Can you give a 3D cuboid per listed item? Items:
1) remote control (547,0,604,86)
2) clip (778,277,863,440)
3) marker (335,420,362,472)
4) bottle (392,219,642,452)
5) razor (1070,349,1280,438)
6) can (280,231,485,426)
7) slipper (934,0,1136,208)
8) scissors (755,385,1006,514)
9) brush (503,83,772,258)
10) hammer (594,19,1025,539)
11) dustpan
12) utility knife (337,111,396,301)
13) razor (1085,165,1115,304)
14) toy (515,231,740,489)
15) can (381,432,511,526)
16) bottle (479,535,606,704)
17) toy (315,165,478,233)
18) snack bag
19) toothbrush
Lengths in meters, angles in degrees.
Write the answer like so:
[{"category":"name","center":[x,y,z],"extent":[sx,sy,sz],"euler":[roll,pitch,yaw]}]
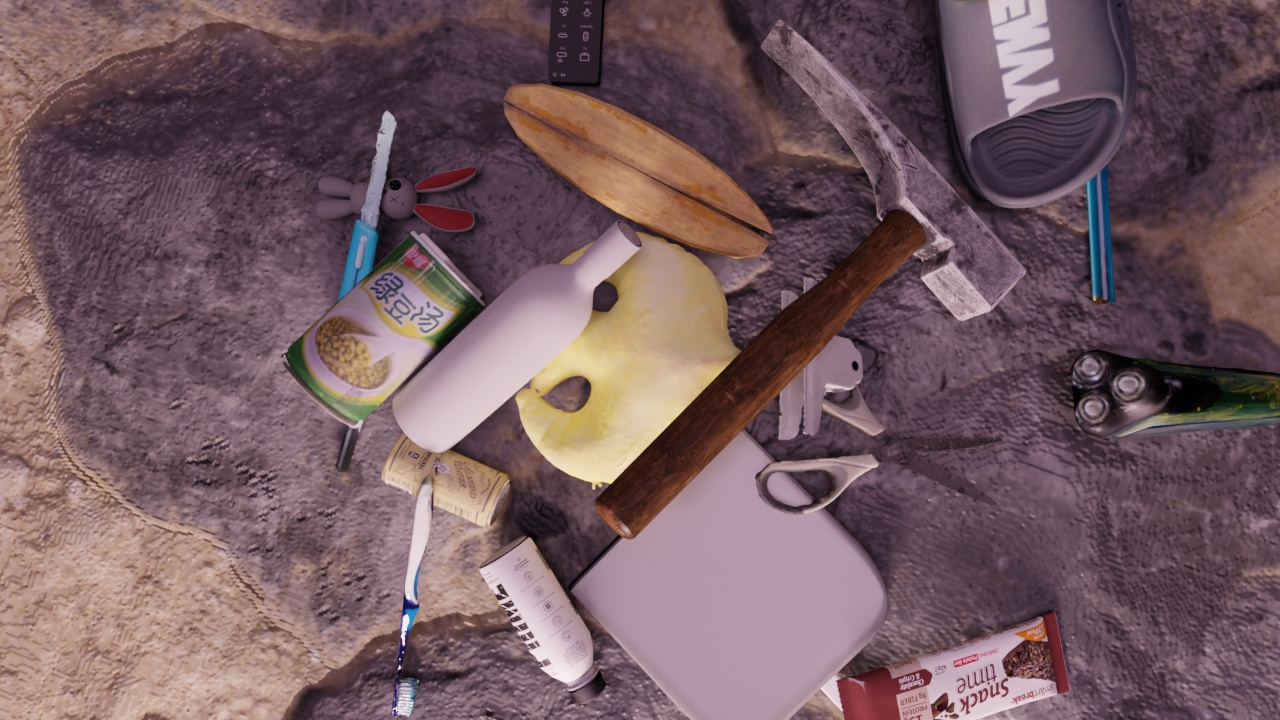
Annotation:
[{"category":"remote control","center":[-0.041,-0.260,0.611],"extent":[0.034,0.013,0.150],"euler":[3,93,5]},{"category":"clip","center":[0.113,0.001,0.589],"extent":[0.052,0.058,0.102],"euler":[-2,77,24]},{"category":"marker","center":[-0.187,0.006,0.640],"extent":[0.011,0.011,0.152],"euler":[18,95,4]},{"category":"bottle","center":[-0.076,-0.017,0.580],"extent":[0.196,0.052,0.052],"euler":[-40,88,22]},{"category":"razor","center":[0.339,0.022,0.563],"extent":[0.151,0.067,0.054],"euler":[2,81,-2]},{"category":"can","center":[-0.165,-0.021,0.598],"extent":[0.121,0.067,0.067],"euler":[-44,88,-4]},{"category":"slipper","center":[0.228,-0.228,0.542],"extent":[0.111,0.083,0.268],"euler":[-7,88,20]},{"category":"scissors","center":[0.147,0.057,0.601],"extent":[0.165,0.012,0.157],"euler":[-35,83,-5]},{"category":"brush","center":[-0.002,-0.123,0.599],"extent":[0.195,0.043,0.059],"euler":[30,96,3]},{"category":"hammer","center":[0.062,-0.037,0.544],"extent":[0.300,0.037,0.217],"euler":[-43,92,-15]},{"category":"dustpan","center":[0.098,0.188,0.613],"extent":[0.257,0.033,0.163],"euler":[45,95,11]},{"category":"utility knife","center":[-0.187,-0.078,0.614],"extent":[0.022,0.015,0.179],"euler":[14,107,-4]},{"category":"razor","center":[0.291,-0.108,0.583],"extent":[0.042,0.022,0.144],"euler":[-3,97,24]},{"category":"toy","center":[-0.004,0.003,0.594],"extent":[0.155,0.064,0.170],"euler":[16,90,22]},{"category":"can","center":[-0.131,0.081,0.624],"extent":[0.079,0.038,0.038],"euler":[23,95,4]},{"category":"bottle","center":[-0.062,0.178,0.620],"extent":[0.041,0.041,0.116],"euler":[-32,89,6]},{"category":"toy","center":[-0.164,-0.110,0.622],"extent":[0.112,0.030,0.049],"euler":[1,82,5]},{"category":"snack bag","center":[0.204,0.210,0.590],"extent":[0.157,0.013,0.057],"euler":[-12,95,-11]},{"category":"toothbrush","center":[-0.153,0.164,0.623],"extent":[0.017,0.016,0.189],"euler":[9,108,-5]}]
